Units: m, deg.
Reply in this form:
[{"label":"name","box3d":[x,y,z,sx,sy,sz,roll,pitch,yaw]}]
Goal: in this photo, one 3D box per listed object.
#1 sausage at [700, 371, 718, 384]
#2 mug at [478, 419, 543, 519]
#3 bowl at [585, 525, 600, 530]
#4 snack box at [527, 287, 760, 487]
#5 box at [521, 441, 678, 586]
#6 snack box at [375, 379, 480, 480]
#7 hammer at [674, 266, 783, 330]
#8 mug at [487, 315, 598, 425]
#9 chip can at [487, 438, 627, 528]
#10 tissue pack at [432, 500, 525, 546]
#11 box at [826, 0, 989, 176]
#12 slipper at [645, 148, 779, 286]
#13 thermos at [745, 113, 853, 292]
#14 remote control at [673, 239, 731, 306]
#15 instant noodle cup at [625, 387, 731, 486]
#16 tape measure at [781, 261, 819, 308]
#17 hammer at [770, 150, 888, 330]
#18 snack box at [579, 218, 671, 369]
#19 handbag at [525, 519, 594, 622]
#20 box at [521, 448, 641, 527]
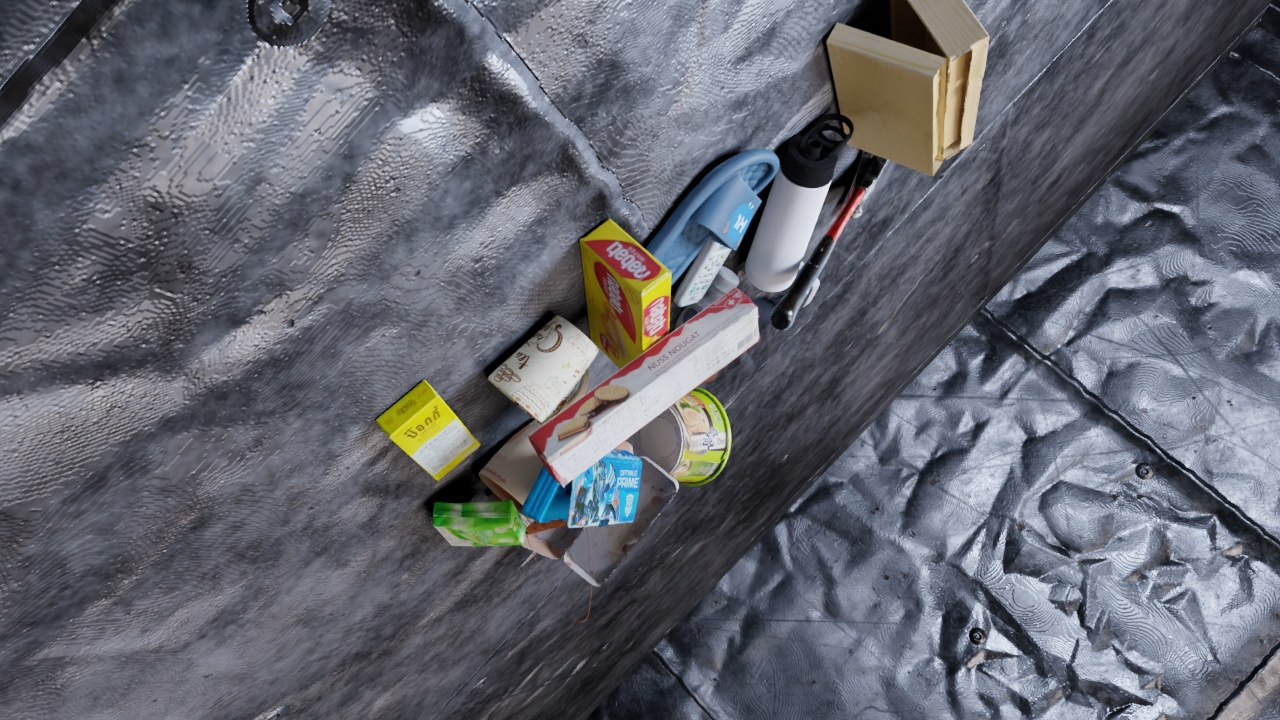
[{"label":"sausage","box3d":[0.062,0.020,1.317,0.155,0.040,0.040,-10,139,-56]},{"label":"mug","box3d":[-0.132,0.125,1.105,0.104,0.085,0.112,-50,-171,-19]},{"label":"bowl","box3d":[-0.040,0.194,1.413,0.150,0.057,0.151,-39,162,-15]},{"label":"snack box","box3d":[0.008,0.026,0.966,0.272,0.044,0.077,-36,151,-11]},{"label":"box","box3d":[-0.062,0.211,1.294,0.217,0.157,0.063,-55,179,22]},{"label":"snack box","box3d":[-0.210,0.074,0.924,0.061,0.025,0.149,-41,158,-11]},{"label":"hammer","box3d":[0.150,-0.073,1.318,0.140,0.035,0.311,-54,158,25]},{"label":"mug","box3d":[-0.089,0.018,0.970,0.097,0.081,0.122,-50,144,-8]},{"label":"chip can","box3d":[-0.096,0.130,1.187,0.210,0.062,0.062,-41,158,-12]},{"label":"tissue pack","box3d":[-0.192,0.194,1.090,0.099,0.034,0.114,0,155,3]},{"label":"box","box3d":[0.309,-0.313,1.040,0.148,0.141,0.248,-40,159,6]},{"label":"slipper","box3d":[0.075,-0.148,1.006,0.214,0.059,0.103,-46,157,5]},{"label":"thermos","box3d":[0.196,-0.191,1.145,0.101,0.068,0.230,-43,160,-32]},{"label":"remote control","box3d":[0.082,-0.123,1.112,0.050,0.022,0.134,-18,146,-49]},{"label":"instant noodle cup","box3d":[0.048,0.111,1.323,0.097,0.146,0.146,0,131,-48]},{"label":"tape measure","box3d":[0.228,-0.115,1.343,0.016,0.064,0.065,-34,163,-28]},{"label":"hammer","box3d":[0.247,-0.160,1.196,0.325,0.036,0.141,-54,167,-35]},{"label":"snack box","box3d":[-0.014,-0.053,0.964,0.042,0.092,0.201,-38,158,-19]},{"label":"handbag","box3d":[-0.103,0.245,1.201,0.093,0.195,0.043,-13,160,-6]},{"label":"box","box3d":[-0.051,0.153,1.097,0.091,0.066,0.243,-63,161,1]}]
